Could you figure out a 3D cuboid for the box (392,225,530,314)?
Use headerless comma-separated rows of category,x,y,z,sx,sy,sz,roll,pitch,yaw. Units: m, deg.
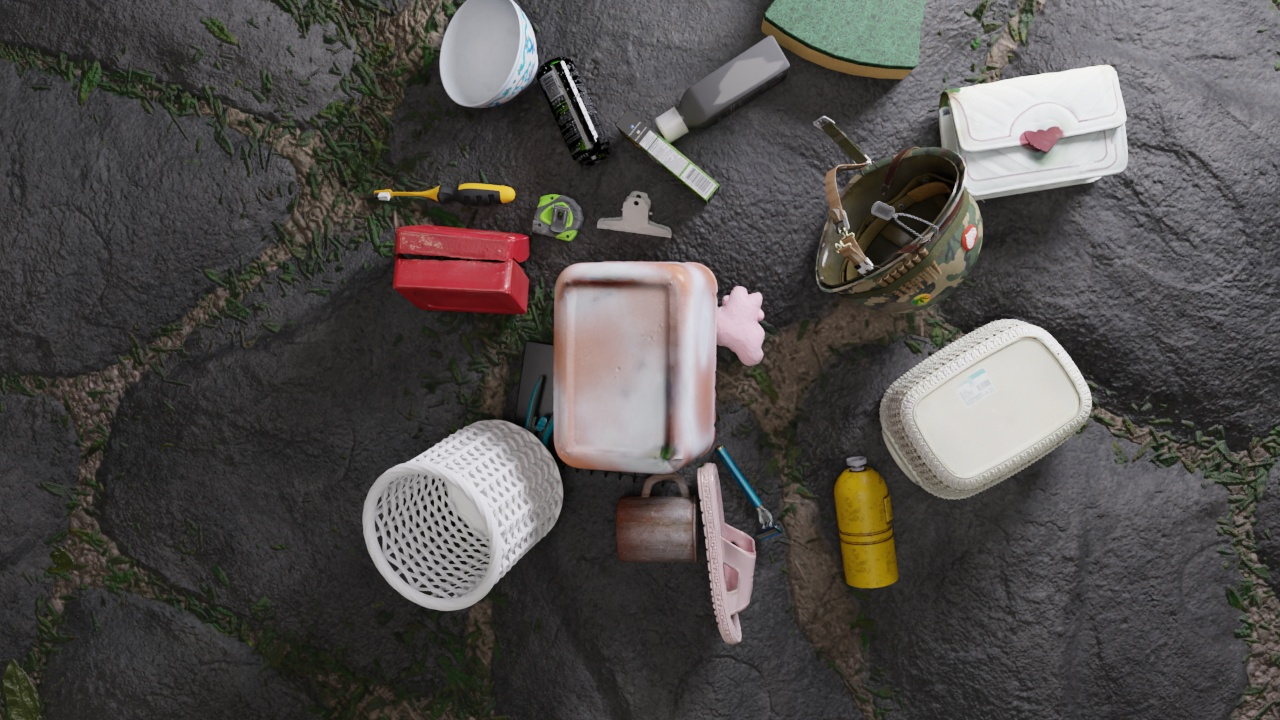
box,-0.230,-0.114,1.188,0.157,0.135,0.117,6,95,5

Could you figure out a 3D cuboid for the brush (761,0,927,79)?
brush,0.279,-0.489,1.128,0.195,0.075,0.250,20,98,2

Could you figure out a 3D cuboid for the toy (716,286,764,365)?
toy,0.126,-0.050,1.202,0.099,0.052,0.096,23,106,9

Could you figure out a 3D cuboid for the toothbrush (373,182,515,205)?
toothbrush,-0.264,-0.223,1.230,0.197,0.031,0.030,2,52,9

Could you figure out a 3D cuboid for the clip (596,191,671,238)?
clip,-0.005,-0.196,1.216,0.101,0.040,0.054,8,117,3

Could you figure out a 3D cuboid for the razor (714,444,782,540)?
razor,0.144,0.176,1.246,0.042,0.022,0.144,-32,89,43

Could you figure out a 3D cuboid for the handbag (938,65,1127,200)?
handbag,0.479,-0.279,1.126,0.199,0.096,0.142,-9,95,7

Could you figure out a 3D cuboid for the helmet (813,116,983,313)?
helmet,0.295,-0.164,1.095,0.236,0.192,0.225,21,142,-14

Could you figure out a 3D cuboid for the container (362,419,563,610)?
container,-0.220,0.190,1.170,0.189,0.186,0.189,6,106,20

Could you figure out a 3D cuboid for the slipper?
slipper,0.122,0.252,1.220,0.064,0.094,0.239,-9,90,10

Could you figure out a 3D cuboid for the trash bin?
trash bin,-0.007,0.007,1.140,0.182,0.157,0.260,3,96,15

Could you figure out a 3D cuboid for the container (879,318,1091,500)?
container,0.431,0.059,1.145,0.252,0.143,0.184,-33,79,7

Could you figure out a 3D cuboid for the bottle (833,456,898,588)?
bottle,0.296,0.209,1.211,0.071,0.071,0.164,-8,96,5

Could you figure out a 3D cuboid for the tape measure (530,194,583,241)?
tape measure,-0.109,-0.190,1.215,0.065,0.036,0.059,10,97,4

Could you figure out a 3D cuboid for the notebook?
notebook,-0.054,0.074,1.250,0.231,0.019,0.169,9,96,4

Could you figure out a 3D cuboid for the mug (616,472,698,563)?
mug,0.023,0.209,1.225,0.110,0.096,0.123,-1,88,1

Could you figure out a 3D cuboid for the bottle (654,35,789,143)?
bottle,0.100,-0.335,1.158,0.174,0.083,0.046,-31,93,8

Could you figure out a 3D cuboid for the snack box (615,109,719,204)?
snack box,0.036,-0.258,1.173,0.147,0.080,0.025,40,98,0

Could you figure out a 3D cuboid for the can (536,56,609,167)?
can,-0.086,-0.322,1.189,0.054,0.054,0.137,-24,94,7

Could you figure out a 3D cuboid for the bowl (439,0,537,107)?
bowl,-0.179,-0.385,1.168,0.144,0.074,0.144,-3,85,36

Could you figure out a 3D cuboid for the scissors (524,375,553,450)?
scissors,-0.134,0.091,1.237,0.151,0.019,0.130,-24,87,13
